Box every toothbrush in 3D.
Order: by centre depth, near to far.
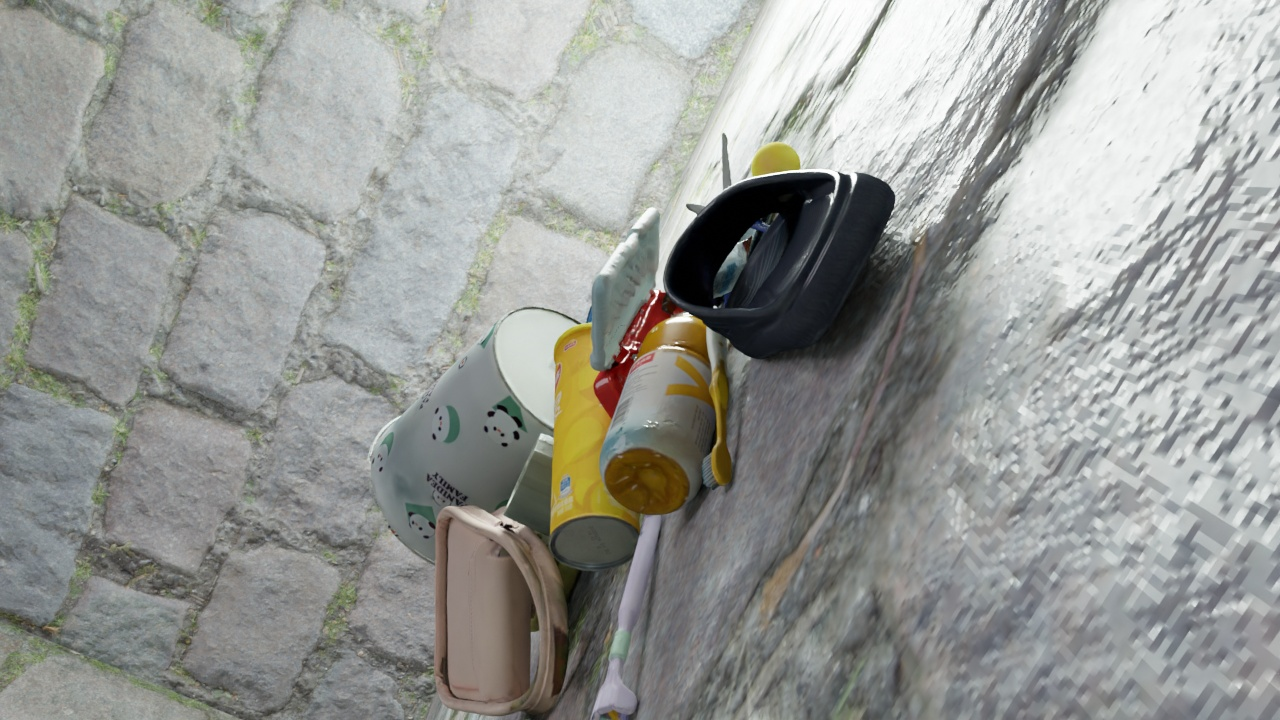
[{"bbox_3d":[-0.003,0.152,0.579,0.029,0.021,0.188,-22,20,18],"label":"toothbrush"},{"bbox_3d":[0.048,0.018,0.594,0.018,0.016,0.191,-42,23,27],"label":"toothbrush"}]

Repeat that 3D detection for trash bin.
[{"bbox_3d":[-0.151,0.086,1.051,0.253,0.229,0.228,-44,17,34],"label":"trash bin"}]

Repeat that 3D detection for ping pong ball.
[{"bbox_3d":[0.111,-0.158,0.749,0.040,0.040,0.040,-158,93,-85],"label":"ping pong ball"}]

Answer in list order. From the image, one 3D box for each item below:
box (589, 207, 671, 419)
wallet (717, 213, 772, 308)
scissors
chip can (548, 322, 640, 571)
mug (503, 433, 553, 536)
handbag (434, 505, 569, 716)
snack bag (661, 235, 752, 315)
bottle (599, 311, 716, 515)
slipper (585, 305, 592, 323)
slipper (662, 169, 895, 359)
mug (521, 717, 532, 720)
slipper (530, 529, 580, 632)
[{"bbox_3d":[0.000,-0.031,0.771,0.200,0.060,0.161,-64,-40,-62],"label":"box"},{"bbox_3d":[0.096,-0.112,0.822,0.097,0.019,0.120,129,162,-69],"label":"wallet"},{"bbox_3d":[0.074,-0.104,0.729,0.163,0.012,0.176,-9,76,64],"label":"scissors"},{"bbox_3d":[-0.038,0.064,0.752,0.213,0.072,0.072,-93,24,-45],"label":"chip can"},{"bbox_3d":[-0.059,0.120,0.822,0.124,0.103,0.083,-171,106,-84],"label":"mug"},{"bbox_3d":[-0.117,0.228,0.821,0.235,0.093,0.193,164,104,-65],"label":"handbag"},{"bbox_3d":[0.053,-0.061,0.652,0.105,0.026,0.045,-26,-43,-53],"label":"snack bag"},{"bbox_3d":[0.022,0.024,0.640,0.189,0.068,0.068,-70,7,-52],"label":"bottle"},{"bbox_3d":[-0.010,0.004,0.961,0.095,0.105,0.252,-31,29,27],"label":"slipper"},{"bbox_3d":[0.066,-0.064,0.520,0.110,0.083,0.268,-63,2,1],"label":"slipper"},{"bbox_3d":[-0.128,0.329,0.736,0.111,0.082,0.106,-33,-7,-20],"label":"mug"},{"bbox_3d":[-0.094,0.191,0.977,0.190,0.081,0.091,-62,3,5],"label":"slipper"}]
